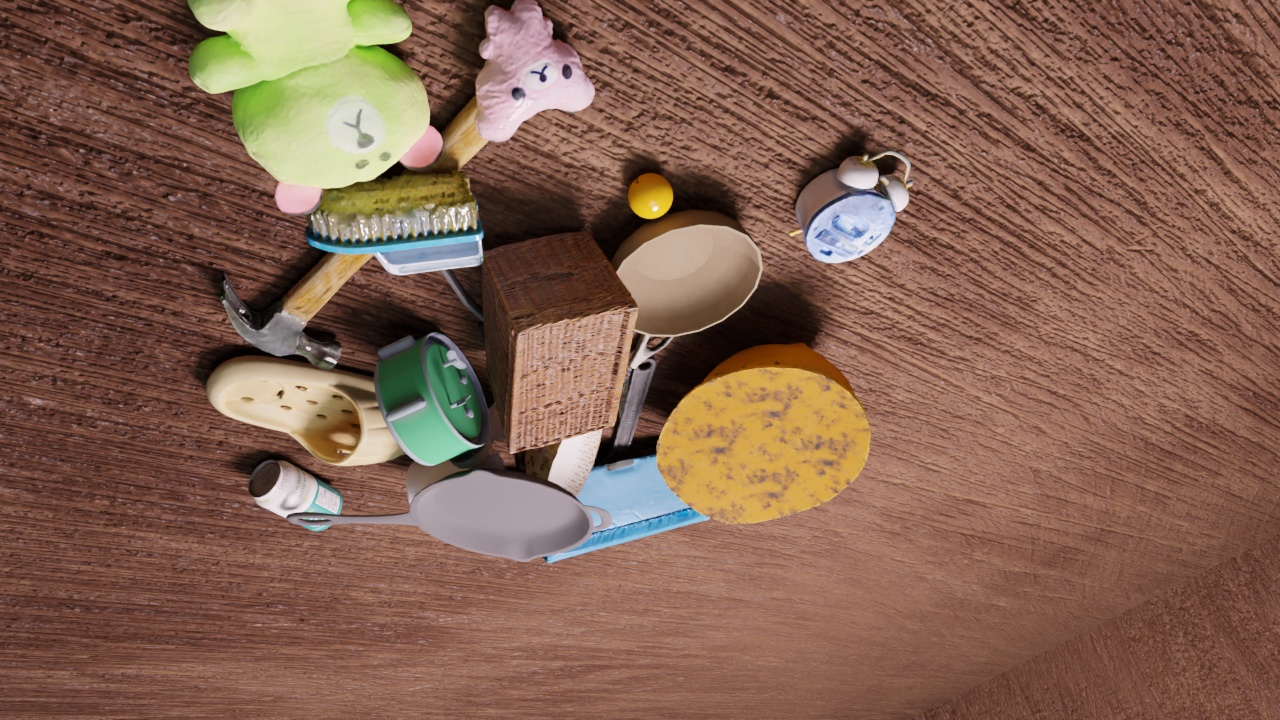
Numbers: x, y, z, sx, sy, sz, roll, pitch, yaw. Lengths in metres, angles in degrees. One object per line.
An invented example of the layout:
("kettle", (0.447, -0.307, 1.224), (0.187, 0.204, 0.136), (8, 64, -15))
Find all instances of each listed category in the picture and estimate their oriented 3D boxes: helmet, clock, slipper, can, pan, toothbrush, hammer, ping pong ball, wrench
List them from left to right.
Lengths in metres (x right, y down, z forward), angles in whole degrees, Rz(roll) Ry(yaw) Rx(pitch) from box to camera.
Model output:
("can", (-0.389, 0.153, 1.039), (0.055, 0.054, 0.101), (-26, 142, 12))
("slipper", (-0.312, 0.068, 0.944), (0.261, 0.079, 0.112), (21, 133, -38))
("hammer", (-0.234, -0.109, 0.785), (0.331, 0.033, 0.132), (-38, 137, 25))
("pan", (-0.207, 0.163, 0.986), (0.355, 0.024, 0.217), (-1, 145, 6))
("clock", (-0.193, 0.045, 0.922), (0.075, 0.121, 0.161), (-23, 148, 11))
("toothbrush", (-0.171, -0.065, 0.877), (0.013, 0.012, 0.167), (-13, 144, 9))
("wrench", (-0.019, 0.085, 1.126), (0.073, 0.018, 0.274), (-3, 140, -16))
("ping pong ball", (0.009, -0.146, 0.817), (0.040, 0.040, 0.040), (-10, 143, -8))
("helmet", (0.147, 0.064, 1.062), (0.205, 0.131, 0.256), (41, 127, -14))
("clock", (0.205, -0.150, 0.878), (0.088, 0.052, 0.126), (19, 131, -37))

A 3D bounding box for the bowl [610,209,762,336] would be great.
("bowl", (0.038, -0.092, 0.890), (0.152, 0.050, 0.153), (-10, 143, -8))

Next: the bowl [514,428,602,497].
("bowl", (-0.099, 0.100, 1.048), (0.063, 0.144, 0.145), (18, 146, 16))

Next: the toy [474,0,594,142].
("toy", (-0.086, -0.219, 0.680), (0.099, 0.053, 0.096), (-26, 130, -17))

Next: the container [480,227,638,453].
("container", (-0.086, -0.018, 0.874), (0.113, 0.112, 0.199), (-14, 144, -20))

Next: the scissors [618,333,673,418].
("scissors", (-0.023, 0.003, 1.009), (0.165, 0.012, 0.150), (-40, 133, 21))

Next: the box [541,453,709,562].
("box", (-0.031, 0.168, 1.175), (0.231, 0.094, 0.112), (-10, 104, -21))

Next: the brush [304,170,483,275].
("brush", (-0.196, -0.104, 0.734), (0.135, 0.055, 0.075), (-8, 137, -12))

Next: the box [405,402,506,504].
("box", (-0.193, 0.110, 1.051), (0.147, 0.136, 0.084), (-8, 156, 30))

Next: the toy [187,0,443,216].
("toy", (-0.222, -0.198, 0.623), (0.150, 0.107, 0.197), (-30, 157, -21))
